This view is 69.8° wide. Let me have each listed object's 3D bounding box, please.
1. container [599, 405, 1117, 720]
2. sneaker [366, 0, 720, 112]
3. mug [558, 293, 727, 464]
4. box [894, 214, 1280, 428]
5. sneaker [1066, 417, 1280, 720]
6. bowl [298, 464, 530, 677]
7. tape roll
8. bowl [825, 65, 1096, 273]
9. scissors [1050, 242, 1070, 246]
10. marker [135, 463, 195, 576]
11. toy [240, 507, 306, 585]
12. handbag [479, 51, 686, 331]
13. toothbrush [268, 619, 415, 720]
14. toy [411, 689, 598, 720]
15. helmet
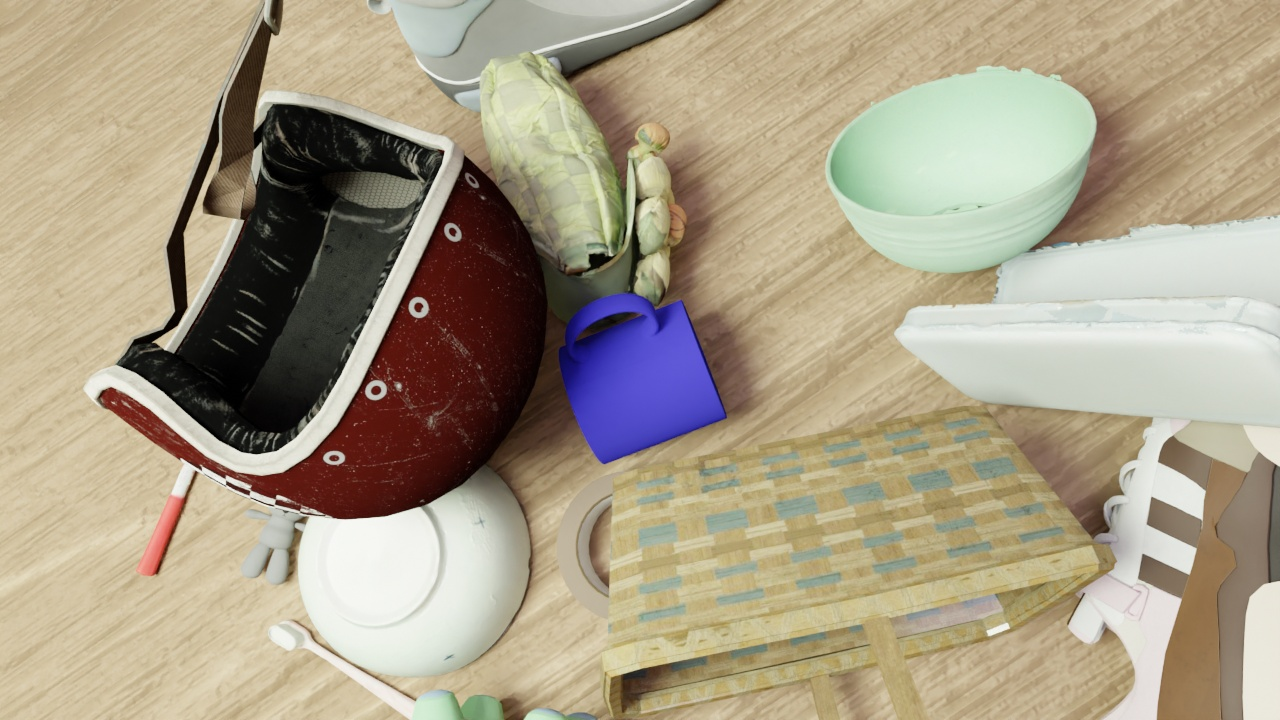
[{"bbox_3d":[0.103,0.146,0.476,0.250,0.158,0.186,-10,61,-6],"label":"container"},{"bbox_3d":[-0.050,-0.274,0.612,0.257,0.160,0.093,-24,75,6],"label":"sneaker"},{"bbox_3d":[-0.003,0.003,0.571,0.083,0.111,0.079,-21,43,5],"label":"mug"},{"bbox_3d":[0.240,-0.027,0.479,0.105,0.211,0.129,23,75,-30],"label":"box"},{"bbox_3d":[0.301,0.082,0.513,0.117,0.111,0.293,-4,75,33],"label":"sneaker"},{"bbox_3d":[-0.154,0.127,0.590,0.153,0.073,0.153,-2,76,10],"label":"bowl"},{"bbox_3d":[-0.005,0.118,0.585,0.094,0.030,0.093,-2,78,10],"label":"tape roll"},{"bbox_3d":[0.195,-0.106,0.561,0.151,0.077,0.150,-15,41,13],"label":"bowl"},{"bbox_3d":[0.313,-0.061,0.579,0.136,0.015,0.055,-16,77,0],"label":"scissors"},{"bbox_3d":[-0.329,0.085,0.662,0.013,0.013,0.142,17,81,13],"label":"marker"},{"bbox_3d":[-0.242,0.098,0.634,0.049,0.030,0.111,20,84,-15],"label":"toy"},{"bbox_3d":[-0.033,-0.117,0.602,0.117,0.113,0.186,-18,74,-2],"label":"handbag"},{"bbox_3d":[-0.169,0.219,0.601,0.181,0.018,0.015,26,91,13],"label":"toothbrush"},{"bbox_3d":[-0.103,0.279,0.516,0.223,0.120,0.170,-2,68,27],"label":"toy"},{"bbox_3d":[-0.175,-0.039,0.506,0.253,0.234,0.232,25,64,-14],"label":"helmet"}]
